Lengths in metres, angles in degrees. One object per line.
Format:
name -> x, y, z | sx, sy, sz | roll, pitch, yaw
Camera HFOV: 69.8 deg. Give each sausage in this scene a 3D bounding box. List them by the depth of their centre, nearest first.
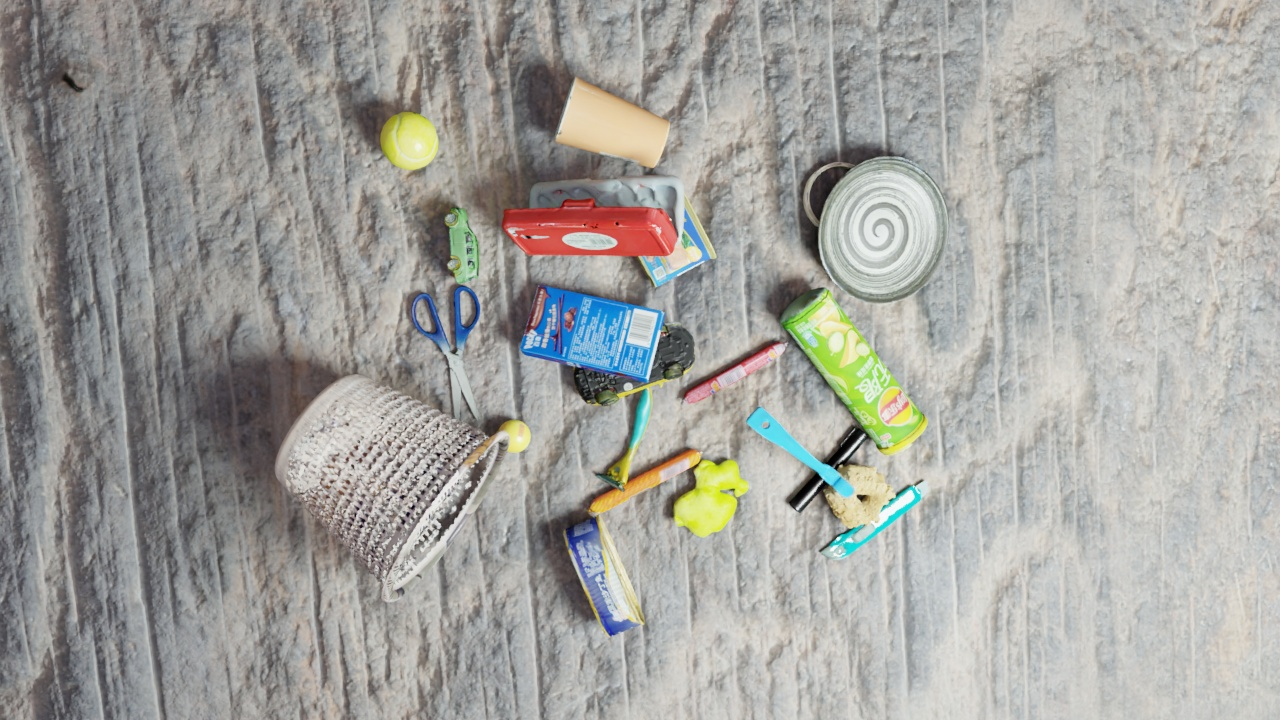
sausage -> 0.118, 0.016, 1.142 | 0.156, 0.020, 0.020 | -29, 97, -1
sausage -> 0.005, 0.151, 1.145 | 0.165, 0.021, 0.021 | -27, 97, -1

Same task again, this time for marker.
marker -> 0.238, 0.139, 1.163 | 0.022, 0.020, 0.132 | 42, 91, 1

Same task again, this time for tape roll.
tape roll -> 0.244, -0.201, 1.132 | 0.086, 0.014, 0.086 | 0, 96, -4

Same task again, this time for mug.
mug -> -0.032, -0.273, 1.075 | 0.122, 0.078, 0.078 | 18, 94, -11

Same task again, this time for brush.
brush -> 0.218, 0.129, 1.111 | 0.254, 0.046, 0.083 | 36, 100, -30

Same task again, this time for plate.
plate -> 0.296, -0.159, 1.126 | 0.179, 0.024, 0.179 | -3, 102, -14

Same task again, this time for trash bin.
trash bin -> -0.289, 0.126, 1.037 | 0.192, 0.227, 0.227 | 33, 92, 6

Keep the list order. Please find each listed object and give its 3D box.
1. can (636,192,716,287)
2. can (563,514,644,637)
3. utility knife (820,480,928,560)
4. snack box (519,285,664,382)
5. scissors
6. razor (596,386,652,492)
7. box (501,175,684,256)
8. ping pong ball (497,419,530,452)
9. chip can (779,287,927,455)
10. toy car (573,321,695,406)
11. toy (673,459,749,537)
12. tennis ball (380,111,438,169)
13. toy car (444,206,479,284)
can -> 0.030, -0.149, 1.100 | 0.083, 0.057, 0.102 | -28, 97, 1
can -> -0.045, 0.265, 1.127 | 0.049, 0.074, 0.148 | -23, 97, 1
utility knife -> 0.304, 0.207, 1.179 | 0.164, 0.013, 0.029 | -37, 99, 0
snack box -> -0.057, -0.032, 1.092 | 0.157, 0.026, 0.084 | 13, 77, 7
scissors -> -0.218, -0.010, 1.116 | 0.141, 0.012, 0.171 | -41, 99, 1
razor -> -0.011, 0.095, 1.135 | 0.028, 0.043, 0.132 | 18, 93, -46
box -> -0.049, -0.172, 1.050 | 0.202, 0.095, 0.098 | 3, 67, 25
ping pong ball -> -0.154, 0.092, 1.117 | 0.040, 0.040, 0.040 | 0, 96, -5
chip can -> 0.260, 0.011, 1.126 | 0.072, 0.072, 0.221 | -39, 98, 0
toy car -> -0.007, 0.006, 1.114 | 0.156, 0.041, 0.071 | -20, 76, 0
toy -> 0.089, 0.174, 1.150 | 0.096, 0.031, 0.100 | -1, 95, -6
tennis ball -> -0.267, -0.254, 1.060 | 0.065, 0.065, 0.065 | 0, 96, -5
toy car -> -0.212, -0.137, 1.088 | 0.036, 0.043, 0.091 | -7, 98, -1
